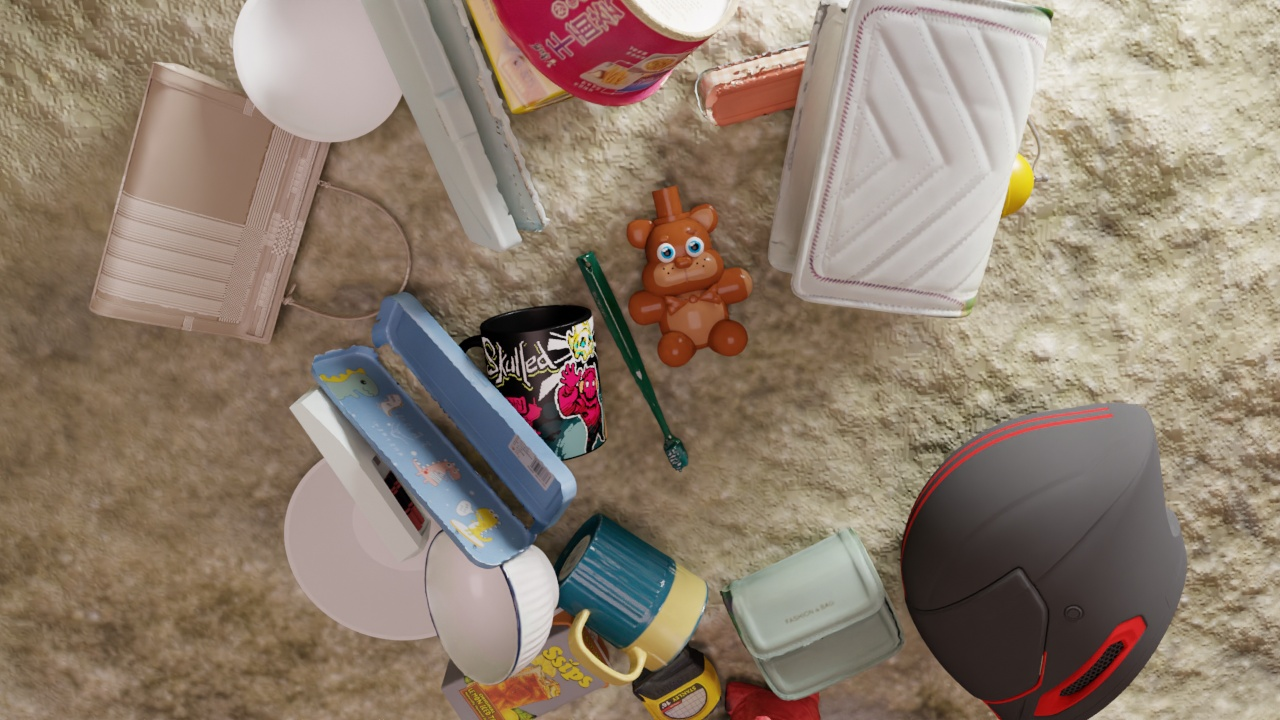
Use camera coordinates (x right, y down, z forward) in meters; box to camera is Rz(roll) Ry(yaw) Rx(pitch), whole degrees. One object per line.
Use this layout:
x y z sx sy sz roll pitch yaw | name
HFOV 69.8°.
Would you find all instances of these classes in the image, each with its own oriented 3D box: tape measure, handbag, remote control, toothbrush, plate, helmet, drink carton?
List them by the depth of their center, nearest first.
0.171 -0.136 0.594 0.142 0.096 0.199 7 109 -9 | handbag
-0.265 -0.092 0.665 0.198 0.062 0.176 19 102 -15 | handbag
-0.198 0.081 0.672 0.024 0.049 0.143 -29 104 7 | remote control
0.287 0.141 0.684 0.170 0.163 0.265 31 113 2 | helmet
-0.004 0.004 0.713 0.016 0.017 0.190 -24 105 5 | toothbrush
-0.191 0.137 0.735 0.174 0.036 0.174 0 106 -2 | plate
0.141 0.207 0.749 0.122 0.067 0.106 -26 103 6 | handbag
-0.094 0.257 0.765 0.125 0.048 0.076 -26 105 6 | drink carton
0.034 0.277 0.781 0.066 0.037 0.064 -42 102 12 | tape measure

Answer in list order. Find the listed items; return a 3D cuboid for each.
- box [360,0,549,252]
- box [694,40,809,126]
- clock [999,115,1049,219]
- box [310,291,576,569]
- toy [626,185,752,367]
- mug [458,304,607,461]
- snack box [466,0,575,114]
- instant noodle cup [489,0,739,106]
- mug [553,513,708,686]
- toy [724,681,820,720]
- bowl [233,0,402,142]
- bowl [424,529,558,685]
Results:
-0.129 -0.170 0.620 0.083 0.065 0.199 0 124 37 | box
0.131 -0.208 0.654 0.188 0.062 0.058 -13 131 0 | box
0.213 -0.130 0.666 0.152 0.052 0.113 -35 104 13 | clock
-0.139 0.042 0.647 0.209 0.077 0.074 45 125 16 | box
0.034 -0.063 0.673 0.095 0.065 0.128 -14 101 0 | toy
-0.088 0.016 0.686 0.118 0.081 0.098 -1 107 18 | mug
-0.075 -0.223 0.613 0.061 0.083 0.106 -21 105 2 | snack box
-0.007 -0.253 0.556 0.078 0.178 0.179 -6 112 45 | instant noodle cup
-0.017 0.192 0.718 0.107 0.113 0.083 37 135 -10 | mug
0.125 0.325 0.755 0.094 0.132 0.088 3 116 -12 | toy
-0.219 -0.206 0.630 0.109 0.040 0.110 -5 103 -20 | bowl
-0.103 0.173 0.684 0.062 0.118 0.118 -11 112 -44 | bowl
